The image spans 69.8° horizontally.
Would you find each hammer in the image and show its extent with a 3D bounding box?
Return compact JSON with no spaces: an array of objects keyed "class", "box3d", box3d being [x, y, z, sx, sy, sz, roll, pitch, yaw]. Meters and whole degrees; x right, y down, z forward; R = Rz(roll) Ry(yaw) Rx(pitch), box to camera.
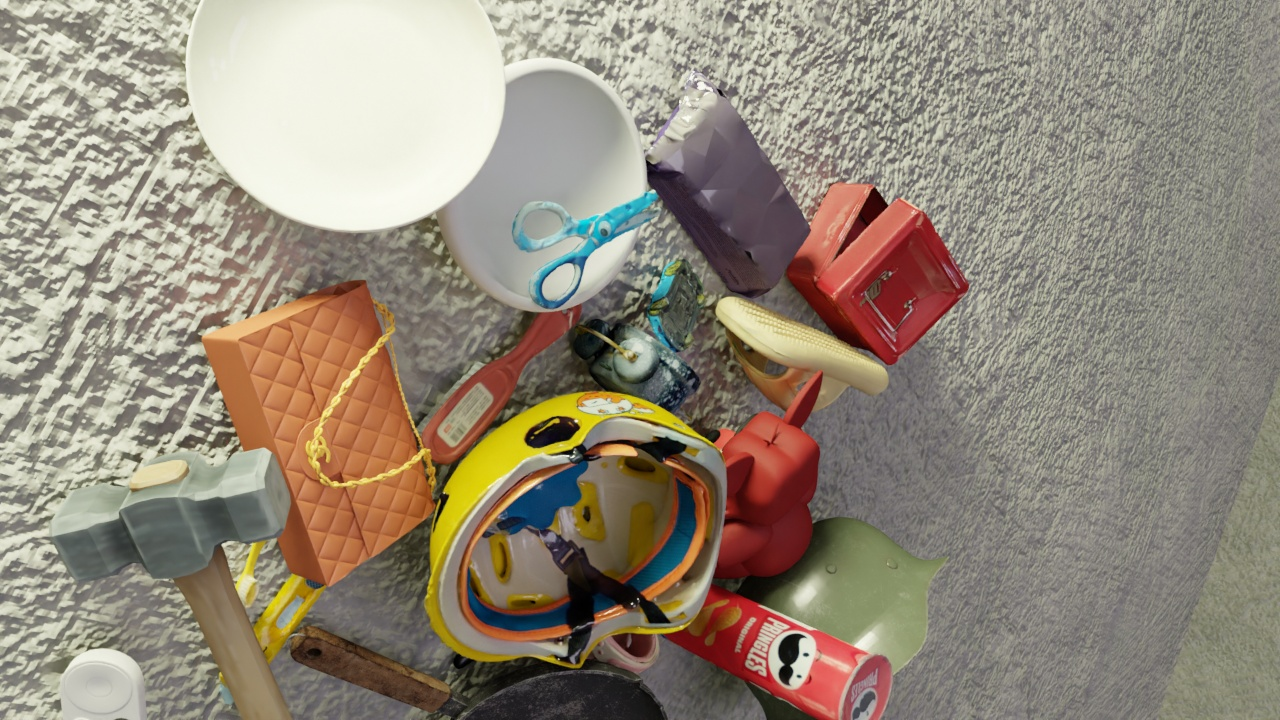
[{"class":"hammer","box3d":[-0.252,0.206,0.592,0.117,0.051,0.323,-12,116,-7]}]

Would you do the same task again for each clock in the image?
[{"class":"clock","box3d":[-0.004,0.004,0.759,0.052,0.090,0.129,-54,134,-10]}]

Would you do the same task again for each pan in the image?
[{"class":"pan","box3d":[-0.127,0.281,0.728,0.208,0.040,0.357,-44,121,8]}]

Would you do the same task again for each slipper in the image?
[{"class":"slipper","box3d":[0.152,0.006,0.904,0.261,0.111,0.079,14,113,-47]},{"class":"slipper","box3d":[-0.027,0.247,0.810,0.093,0.082,0.197,6,95,-42]}]

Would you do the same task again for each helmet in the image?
[{"class":"helmet","box3d":[-0.060,0.115,0.708,0.239,0.139,0.209,-10,120,-21]},{"class":"helmet","box3d":[0.188,0.253,0.939,0.267,0.154,0.227,-35,163,-19]}]

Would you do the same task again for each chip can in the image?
[{"class":"chip can","box3d":[0.105,0.255,0.825,0.073,0.233,0.073,-11,107,-42]}]

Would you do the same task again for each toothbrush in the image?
[{"class":"toothbrush","box3d":[-0.248,0.100,0.613,0.021,0.016,0.135,14,92,-46]}]

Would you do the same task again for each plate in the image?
[{"class":"plate","box3d":[-0.175,-0.168,0.560,0.182,0.034,0.182,-1,92,-14]}]

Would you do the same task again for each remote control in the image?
[{"class":"remote control","box3d":[-0.324,0.234,0.558,0.043,0.013,0.137,4,111,-10]}]

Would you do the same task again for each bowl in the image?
[{"class":"bowl","box3d":[-0.080,-0.127,0.670,0.176,0.066,0.177,-12,109,-40]}]

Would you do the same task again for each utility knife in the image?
[{"class":"utility knife","box3d":[-0.240,0.169,0.641,0.030,0.017,0.155,44,74,-30]}]

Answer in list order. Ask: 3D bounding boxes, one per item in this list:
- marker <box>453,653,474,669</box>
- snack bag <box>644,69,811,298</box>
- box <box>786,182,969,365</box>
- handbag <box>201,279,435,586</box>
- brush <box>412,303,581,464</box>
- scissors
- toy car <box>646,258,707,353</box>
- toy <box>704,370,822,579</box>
[{"class":"marker","box3d":[-0.104,0.208,0.775,0.138,0.016,0.022,-42,157,-28]},{"class":"snack bag","box3d":[0.081,-0.148,0.816,0.205,0.058,0.096,46,71,-40]},{"class":"box","box3d":[0.237,-0.091,0.960,0.136,0.122,0.157,-48,134,1]},{"class":"handbag","box3d":[-0.197,0.045,0.607,0.108,0.060,0.172,-34,120,-46]},{"class":"brush","box3d":[-0.109,0.008,0.705,0.172,0.030,0.041,-49,127,-21]},{"class":"scissors","box3d":[-0.032,-0.086,0.670,0.140,0.015,0.083,-25,115,-37]},{"class":"toy car","box3d":[0.028,-0.047,0.793,0.048,0.032,0.105,55,33,-27]},{"class":"toy","box3d":[0.106,0.114,0.848,0.158,0.120,0.198,-37,146,-27]}]
